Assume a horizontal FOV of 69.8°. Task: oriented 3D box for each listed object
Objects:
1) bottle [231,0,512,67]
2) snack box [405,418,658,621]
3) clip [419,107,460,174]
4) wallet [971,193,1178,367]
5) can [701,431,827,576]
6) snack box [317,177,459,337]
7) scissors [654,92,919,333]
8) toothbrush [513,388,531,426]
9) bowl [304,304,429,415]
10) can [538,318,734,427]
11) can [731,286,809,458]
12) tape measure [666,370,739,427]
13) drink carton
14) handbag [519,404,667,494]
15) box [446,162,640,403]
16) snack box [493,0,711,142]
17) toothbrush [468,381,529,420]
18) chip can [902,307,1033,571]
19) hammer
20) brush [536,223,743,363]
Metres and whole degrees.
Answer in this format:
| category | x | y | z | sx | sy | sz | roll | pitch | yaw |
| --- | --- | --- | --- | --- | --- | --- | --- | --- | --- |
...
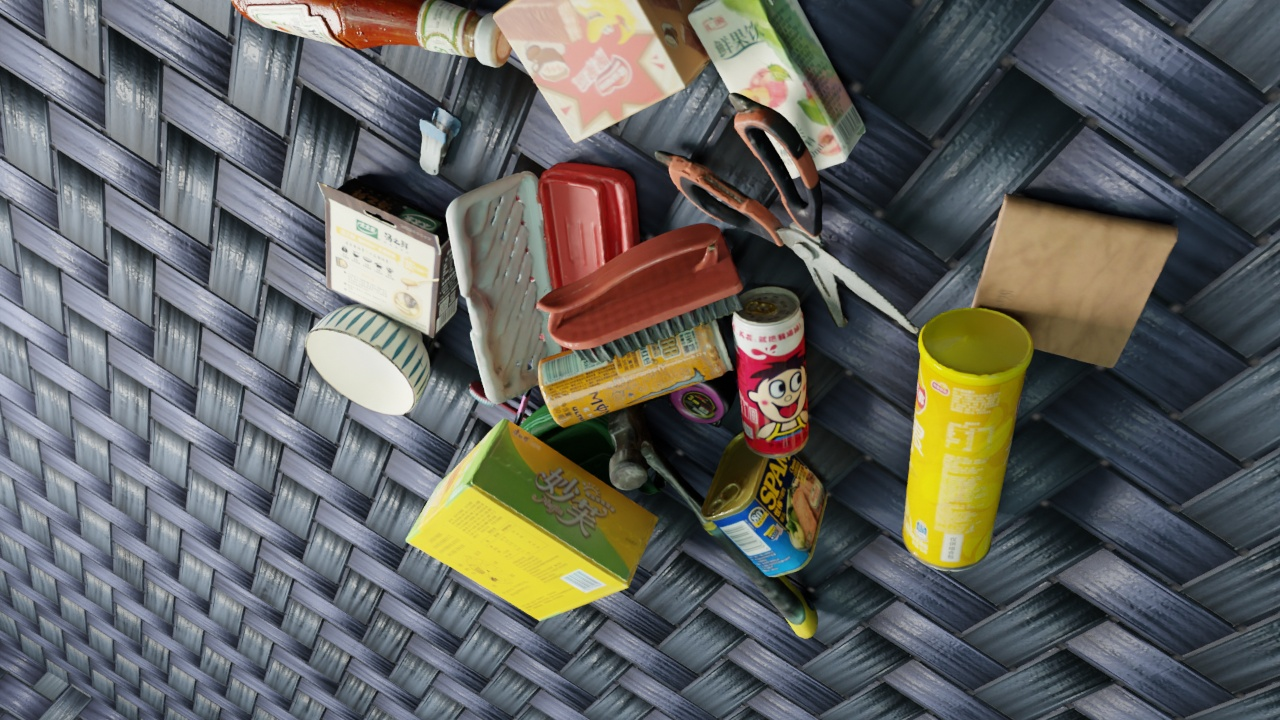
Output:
| category | x | y | z | sx | sy | sz | roll | pitch | yaw |
| --- | --- | --- | --- | --- | --- | --- | --- | --- | --- |
| bottle | -0.188 | -0.246 | 0.643 | 0.206 | 0.059 | 0.060 | 18 | 133 | 11 |
| snack box | -0.102 | 0.148 | 0.808 | 0.157 | 0.069 | 0.211 | 34 | 147 | -10 |
| clip | -0.161 | -0.170 | 0.724 | 0.027 | 0.043 | 0.058 | 30 | 139 | -1 |
| wallet | 0.275 | -0.049 | 0.599 | 0.101 | 0.020 | 0.115 | 15 | 135 | 18 |
| can | 0.107 | 0.117 | 0.771 | 0.057 | 0.101 | 0.083 | -28 | 114 | 40 |
| snack box | -0.214 | -0.094 | 0.791 | 0.113 | 0.053 | 0.126 | 25 | 134 | 7 |
| scissors | 0.101 | -0.091 | 0.612 | 0.225 | 0.015 | 0.189 | 35 | 164 | 8 |
| toothbrush | -0.126 | 0.071 | 0.894 | 0.018 | 0.014 | 0.190 | 37 | 145 | 7 |
| bowl | -0.248 | -0.010 | 0.865 | 0.116 | 0.066 | 0.117 | 18 | 142 | 14 |
| can | -0.004 | 0.004 | 0.718 | 0.146 | 0.058 | 0.058 | -18 | 120 | 8 |
| can | 0.102 | 0.011 | 0.714 | 0.053 | 0.053 | 0.133 | 7 | 130 | 22 |
| tape measure | 0.052 | 0.023 | 0.762 | 0.057 | 0.039 | 0.058 | 22 | 139 | 9 |
| drink carton | 0.087 | -0.177 | 0.568 | 0.054 | 0.045 | 0.122 | -12 | 121 | 46 |
| handbag | -0.052 | 0.090 | 0.838 | 0.132 | 0.067 | 0.120 | -32 | 104 | 31 |
| box | -0.069 | -0.058 | 0.735 | 0.154 | 0.073 | 0.201 | -7 | 130 | -4 |
| snack box | -0.018 | -0.207 | 0.574 | 0.093 | 0.076 | 0.094 | -16 | 119 | 36 |
| toothbrush | -0.088 | 0.074 | 0.895 | 0.187 | 0.016 | 0.017 | 32 | 143 | 0 |
| chip can | 0.234 | 0.065 | 0.670 | 0.072 | 0.071 | 0.214 | 9 | 134 | 21 |
| hammer | 0.072 | 0.147 | 0.824 | 0.032 | 0.126 | 0.323 | -29 | 123 | 20 |
| brush | -0.002 | -0.050 | 0.670 | 0.146 | 0.063 | 0.069 | -22 | 137 | 9 |
